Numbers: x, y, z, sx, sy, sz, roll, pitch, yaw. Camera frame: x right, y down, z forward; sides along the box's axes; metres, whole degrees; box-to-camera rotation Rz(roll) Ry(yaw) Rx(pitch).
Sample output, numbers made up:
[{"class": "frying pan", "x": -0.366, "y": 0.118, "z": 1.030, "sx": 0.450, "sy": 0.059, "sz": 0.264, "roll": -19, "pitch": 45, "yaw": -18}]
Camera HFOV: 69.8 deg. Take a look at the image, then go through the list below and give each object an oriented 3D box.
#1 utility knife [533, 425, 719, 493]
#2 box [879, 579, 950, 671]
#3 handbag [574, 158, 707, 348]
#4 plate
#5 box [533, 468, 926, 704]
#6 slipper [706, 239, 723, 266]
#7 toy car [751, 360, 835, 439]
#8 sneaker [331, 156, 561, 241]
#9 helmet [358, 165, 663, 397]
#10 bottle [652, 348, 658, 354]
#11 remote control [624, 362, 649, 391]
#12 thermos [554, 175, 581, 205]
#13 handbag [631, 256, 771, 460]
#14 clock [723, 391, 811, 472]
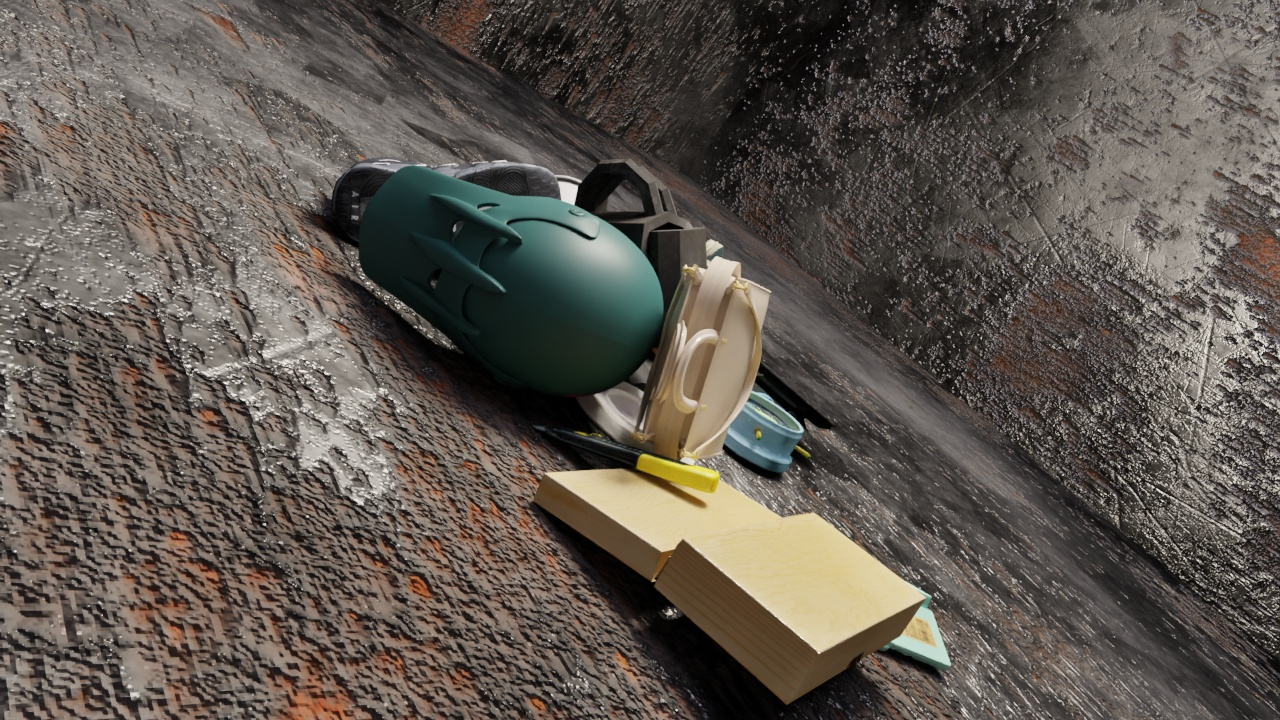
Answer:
[{"class": "utility knife", "x": -0.014, "y": 0.082, "z": 0.808, "sx": 0.173, "sy": 0.020, "sz": 0.028, "roll": 16, "pitch": 3, "yaw": 13}, {"class": "box", "x": 0.215, "y": 0.226, "z": 0.904, "sx": 0.187, "sy": 0.052, "sz": 0.138, "roll": 26, "pitch": 12, "yaw": -25}, {"class": "handbag", "x": -0.020, "y": -0.120, "z": 1.010, "sx": 0.102, "sy": 0.199, "sz": 0.198, "roll": -13, "pitch": 15, "yaw": -43}, {"class": "plate", "x": -0.004, "y": 0.061, "z": 0.978, "sx": 0.157, "sy": 0.014, "sz": 0.156, "roll": 31, "pitch": 17, "yaw": -11}, {"class": "box", "x": 0.079, "y": 0.157, "z": 0.745, "sx": 0.254, "sy": 0.068, "sz": 0.246, "roll": 25, "pitch": 8, "yaw": 31}, {"class": "slipper", "x": 0.050, "y": -0.135, "z": 1.207, "sx": 0.118, "sy": 0.060, "sz": 0.294, "roll": 13, "pitch": -3, "yaw": 24}, {"class": "toy car", "x": 0.163, "y": 0.044, "z": 1.239, "sx": 0.191, "sy": 0.071, "sz": 0.094, "roll": 41, "pitch": 2, "yaw": -9}, {"class": "sneaker", "x": -0.224, "y": -0.184, "z": 1.029, "sx": 0.252, "sy": 0.097, "sz": 0.151, "roll": -6, "pitch": 23, "yaw": -27}, {"class": "helmet", "x": -0.114, "y": -0.074, "z": 0.869, "sx": 0.275, "sy": 0.176, "sz": 0.200, "roll": 29, "pitch": 9, "yaw": 17}, {"class": "bottle", "x": 0.036, "y": -0.035, "z": 1.266, "sx": 0.071, "sy": 0.049, "sz": 0.134, "roll": -5, "pitch": 40, "yaw": -36}, {"class": "remote control", "x": -0.007, "y": 0.007, "z": 1.120, "sx": 0.045, "sy": 0.021, "sz": 0.140, "roll": 29, "pitch": 15, "yaw": -24}, {"class": "thermos", "x": -0.115, "y": -0.155, "z": 1.204, "sx": 0.131, "sy": 0.132, "sz": 0.221, "roll": 31, "pitch": 24, "yaw": -13}, {"class": "handbag", "x": 0.051, "y": 0.000, "z": 0.844, "sx": 0.101, "sy": 0.194, "sz": 0.197, "roll": 18, "pitch": 4, "yaw": 12}, {"class": "clock", "x": 0.134, "y": 0.075, "z": 1.137, "sx": 0.118, "sy": 0.060, "sz": 0.162, "roll": 21, "pitch": 17, "yaw": -36}]
